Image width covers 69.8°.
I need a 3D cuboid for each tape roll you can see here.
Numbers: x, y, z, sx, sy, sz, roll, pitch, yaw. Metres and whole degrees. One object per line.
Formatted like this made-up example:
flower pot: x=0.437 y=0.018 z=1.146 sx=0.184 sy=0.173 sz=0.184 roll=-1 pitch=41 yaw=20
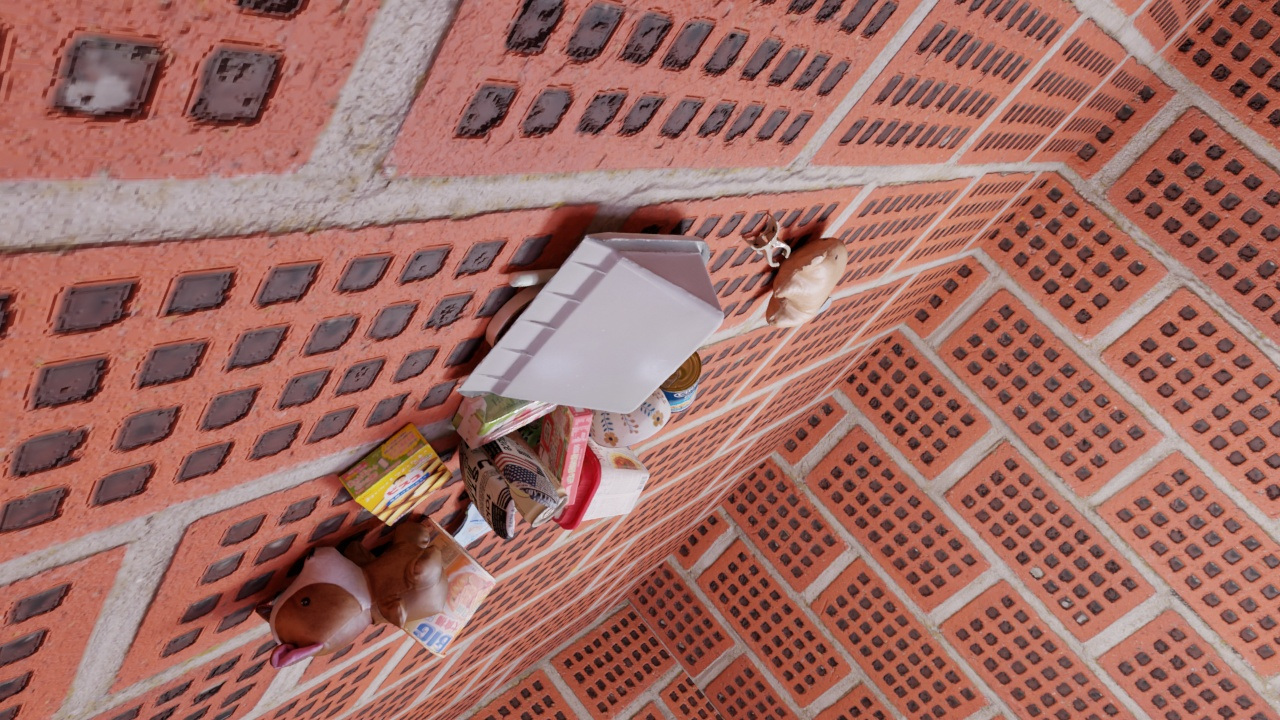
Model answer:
tape roll: x=-0.108 y=-0.041 z=0.868 sx=0.085 sy=0.014 sz=0.086 roll=-37 pitch=164 yaw=-13

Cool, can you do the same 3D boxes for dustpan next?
dustpan: x=-0.034 y=-0.055 z=0.943 sx=0.257 sy=0.142 sz=0.223 roll=19 pitch=128 yaw=-38

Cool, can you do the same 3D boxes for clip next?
clip: x=0.165 y=-0.152 z=1.187 sx=0.072 sy=0.034 sz=0.100 roll=-42 pitch=160 yaw=6

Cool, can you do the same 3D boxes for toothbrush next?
toothbrush: x=-0.064 y=-0.078 z=0.861 sx=0.029 sy=0.020 sz=0.189 roll=-8 pitch=-178 yaw=29

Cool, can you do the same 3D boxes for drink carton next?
drink carton: x=-0.137 y=0.048 z=0.982 sx=0.122 sy=0.045 sz=0.054 roll=-26 pitch=159 yaw=-43

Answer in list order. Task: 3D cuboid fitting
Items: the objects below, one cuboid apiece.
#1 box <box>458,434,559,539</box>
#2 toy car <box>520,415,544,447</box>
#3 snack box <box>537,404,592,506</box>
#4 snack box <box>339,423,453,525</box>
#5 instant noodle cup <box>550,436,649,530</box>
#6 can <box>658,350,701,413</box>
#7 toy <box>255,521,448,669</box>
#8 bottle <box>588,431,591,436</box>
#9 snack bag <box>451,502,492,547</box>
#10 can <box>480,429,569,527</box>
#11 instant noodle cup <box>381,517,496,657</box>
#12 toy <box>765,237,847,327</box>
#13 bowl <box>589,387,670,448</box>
box: x=-0.139 y=0.120 z=0.977 sx=0.087 sy=0.163 sz=0.076 roll=-12 pitch=114 yaw=-22
toy car: x=-0.113 y=0.081 z=1.152 sx=0.091 sy=0.036 sz=0.043 roll=-27 pitch=161 yaw=-30
snack box: x=-0.092 y=0.096 z=1.088 sx=0.025 sy=0.075 sz=0.153 roll=-9 pitch=133 yaw=-26
snack box: x=-0.246 y=0.119 z=0.940 sx=0.086 sy=0.033 sz=0.140 roll=-38 pitch=163 yaw=-14
instant noodle cup: x=-0.066 y=0.160 z=1.252 sx=0.124 sy=0.116 sz=0.117 roll=7 pitch=119 yaw=-40
can: x=0.046 y=0.026 z=1.304 sx=0.075 sy=0.075 sz=0.111 roll=-38 pitch=165 yaw=-12
toy: x=-0.310 y=0.250 z=0.990 sx=0.199 sy=0.130 sz=0.140 roll=-24 pitch=-162 yaw=-19
bottle: x=-0.074 y=0.141 z=1.350 sx=0.218 sy=0.065 sz=0.065 roll=-37 pitch=164 yaw=-17
snack bag: x=-0.207 y=0.206 z=1.260 sx=0.110 sy=0.039 sz=0.192 roll=-35 pitch=166 yaw=-42
can: x=-0.140 y=0.133 z=1.071 sx=0.058 sy=0.116 sz=0.058 roll=-38 pitch=164 yaw=-13
instant noodle cup: x=-0.259 y=0.274 z=1.137 sx=0.111 sy=0.151 sz=0.151 roll=-46 pitch=166 yaw=-14
toy: x=0.252 y=-0.131 z=1.365 sx=0.143 sy=0.082 sz=0.226 roll=-46 pitch=164 yaw=-17
bowl: x=-0.022 y=0.058 z=1.216 sx=0.113 sy=0.113 sz=0.062 roll=-34 pitch=121 yaw=-25
